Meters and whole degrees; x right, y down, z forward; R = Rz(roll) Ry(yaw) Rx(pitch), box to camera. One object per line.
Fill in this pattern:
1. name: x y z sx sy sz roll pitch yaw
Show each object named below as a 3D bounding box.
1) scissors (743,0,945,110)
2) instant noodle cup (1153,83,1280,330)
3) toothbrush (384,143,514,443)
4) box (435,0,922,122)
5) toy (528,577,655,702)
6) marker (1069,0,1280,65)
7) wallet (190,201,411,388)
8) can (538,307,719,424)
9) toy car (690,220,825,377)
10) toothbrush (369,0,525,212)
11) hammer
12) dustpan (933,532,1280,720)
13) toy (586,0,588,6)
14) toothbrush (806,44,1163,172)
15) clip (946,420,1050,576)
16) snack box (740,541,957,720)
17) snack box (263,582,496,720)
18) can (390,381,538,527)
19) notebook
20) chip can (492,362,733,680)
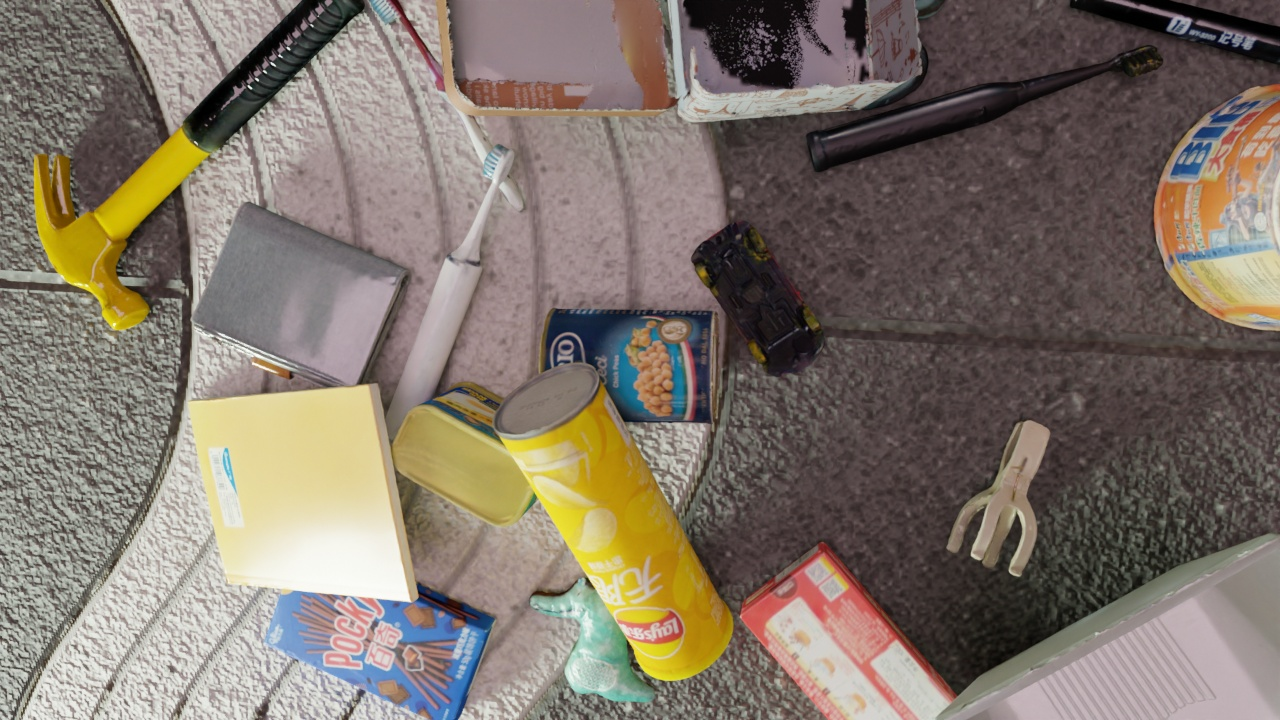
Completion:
1. scissors: 0.110 -0.242 0.579 0.185 0.019 0.129 31 100 2
2. instant noodle cup: 0.387 -0.087 0.510 0.151 0.111 0.151 1 98 8
3. toothbrush: -0.131 -0.042 0.631 0.026 0.026 0.221 28 104 18
4. box: 0.015 -0.226 0.505 0.261 0.103 0.178 -7 94 -6
5. toy: -0.034 0.195 0.654 0.096 0.030 0.092 3 93 16
6. marker: 0.327 -0.205 0.551 0.132 0.020 0.022 18 70 7
7. wallet: -0.240 -0.040 0.650 0.130 0.037 0.106 23 89 4
8. can: -0.004 0.004 0.600 0.111 0.075 0.075 1 97 8
9. toy car: 0.078 -0.039 0.603 0.049 0.031 0.106 -35 90 12
10. toothbrush: -0.133 -0.179 0.626 0.017 0.016 0.187 -32 92 19
11. hammer: -0.311 -0.159 0.647 0.301 0.032 0.129 -38 92 11
12. dustpan: 0.298 0.212 0.524 0.223 0.257 0.142 -35 68 11
13. toy: -0.090 -0.277 0.565 0.130 0.140 0.199 -27 96 -31
14. toothbrush: 0.211 -0.158 0.570 0.213 0.027 0.026 -14 132 10
15. clip: 0.234 0.094 0.582 0.035 0.096 0.101 25 111 5
16. snack box: 0.145 0.206 0.629 0.075 0.025 0.153 -41 90 12
17. snack box: -0.193 0.200 0.679 0.157 0.026 0.084 22 101 5
18. can: -0.107 0.062 0.618 0.102 0.083 0.057 28 100 4
19. notebook: -0.241 0.092 0.637 0.207 0.010 0.146 -6 97 34
20. chip can: -0.012 0.106 0.577 0.072 0.072 0.213 -21 117 10
